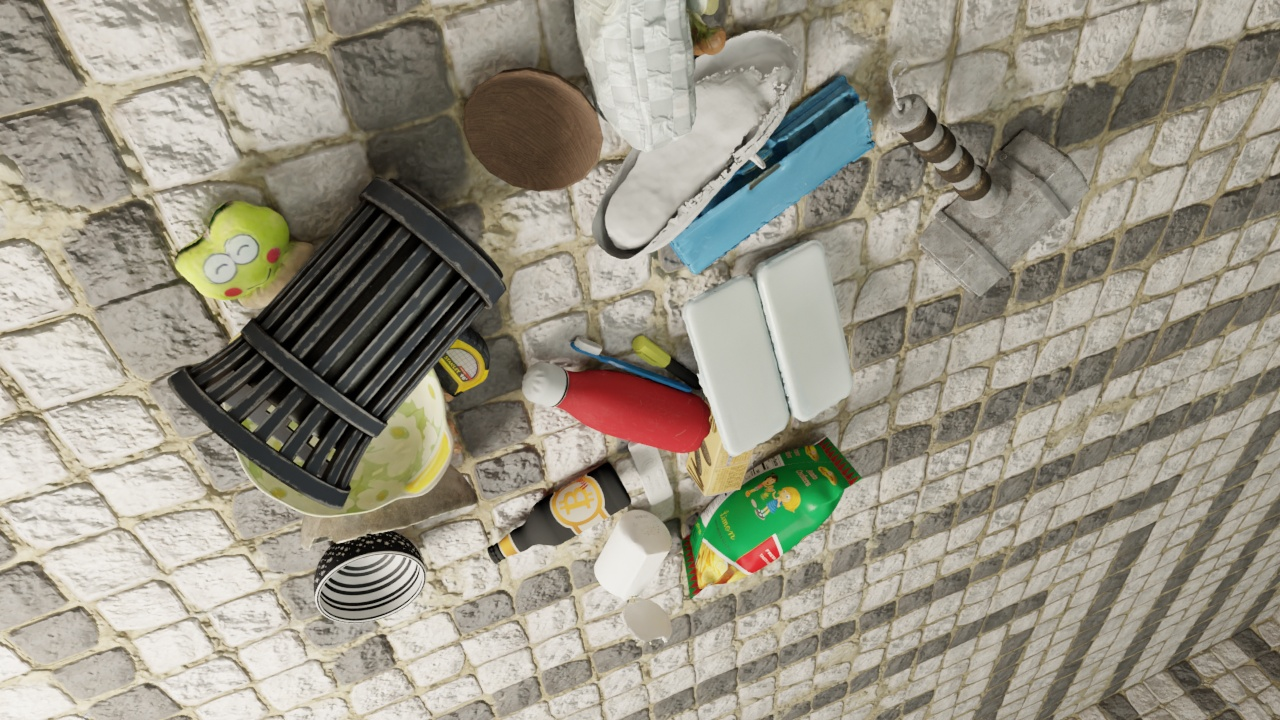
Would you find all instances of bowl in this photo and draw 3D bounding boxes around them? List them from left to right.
[{"bbox_3d":[-0.275,0.045,0.846,0.219,0.060,0.188,31,87,-10],"label":"bowl"},{"bbox_3d":[-0.307,0.231,1.032,0.120,0.066,0.120,-15,135,-16],"label":"bowl"},{"bbox_3d":[-0.261,0.132,0.934,0.178,0.081,0.178,-12,176,-1],"label":"bowl"},{"bbox_3d":[-0.087,-0.197,0.768,0.118,0.030,0.118,5,138,4],"label":"bowl"}]

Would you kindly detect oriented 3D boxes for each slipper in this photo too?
[{"bbox_3d":[0.054,-0.191,0.841,0.112,0.074,0.247,39,105,-5],"label":"slipper"}]

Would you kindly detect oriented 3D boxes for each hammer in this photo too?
[{"bbox_3d":[0.339,-0.205,0.981,0.326,0.079,0.177,26,113,-42],"label":"hammer"}]

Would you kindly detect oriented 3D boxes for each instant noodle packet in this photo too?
[{"bbox_3d":[0.161,0.198,1.195,0.253,0.195,0.090,-37,98,6],"label":"instant noodle packet"}]

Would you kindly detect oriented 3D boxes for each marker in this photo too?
[{"bbox_3d":[0.033,0.006,1.049,0.123,0.018,0.021,34,63,-45],"label":"marker"}]

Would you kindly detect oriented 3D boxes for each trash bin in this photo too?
[{"bbox_3d":[-0.231,-0.021,0.743,0.227,0.164,0.164,-51,137,-9],"label":"trash bin"}]

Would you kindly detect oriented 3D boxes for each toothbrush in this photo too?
[{"bbox_3d":[-0.006,0.006,1.017,0.166,0.016,0.014,20,109,-33],"label":"toothbrush"}]

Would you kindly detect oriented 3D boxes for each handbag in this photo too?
[{"bbox_3d":[0.010,-0.263,0.728,0.123,0.112,0.172,-26,137,-17],"label":"handbag"}]

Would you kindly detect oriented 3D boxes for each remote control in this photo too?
[{"bbox_3d":[0.013,0.139,1.163,0.033,0.012,0.131,-27,137,-8],"label":"remote control"}]

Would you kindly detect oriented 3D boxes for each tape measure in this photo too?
[{"bbox_3d":[-0.181,-0.004,0.907,0.064,0.037,0.065,-37,123,13],"label":"tape measure"}]

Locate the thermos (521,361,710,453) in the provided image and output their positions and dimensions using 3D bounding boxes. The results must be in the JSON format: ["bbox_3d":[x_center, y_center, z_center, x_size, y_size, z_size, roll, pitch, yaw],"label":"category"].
[{"bbox_3d":[-0.026,0.048,1.016,0.239,0.073,0.073,18,118,-38],"label":"thermos"}]

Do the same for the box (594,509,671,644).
[{"bbox_3d":[0.008,0.278,1.190,0.080,0.150,0.106,-4,134,-41],"label":"box"}]

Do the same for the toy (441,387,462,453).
[{"bbox_3d":[-0.234,0.063,0.914,0.106,0.085,0.074,-4,110,-14],"label":"toy"}]

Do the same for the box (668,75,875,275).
[{"bbox_3d":[0.128,-0.175,0.913,0.231,0.052,0.093,-35,138,4],"label":"box"}]

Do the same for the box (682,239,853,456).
[{"bbox_3d":[0.148,-0.012,1.029,0.188,0.037,0.209,-28,117,-21],"label":"box"}]

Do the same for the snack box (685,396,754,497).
[{"bbox_3d":[0.110,0.074,1.128,0.056,0.057,0.207,-8,131,-25],"label":"snack box"}]

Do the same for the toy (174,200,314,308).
[{"bbox_3d":[-0.317,-0.080,0.760,0.092,0.046,0.115,-44,144,6],"label":"toy"}]

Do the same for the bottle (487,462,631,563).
[{"bbox_3d":[-0.103,0.193,1.115,0.181,0.059,0.059,-30,137,-2],"label":"bottle"}]
